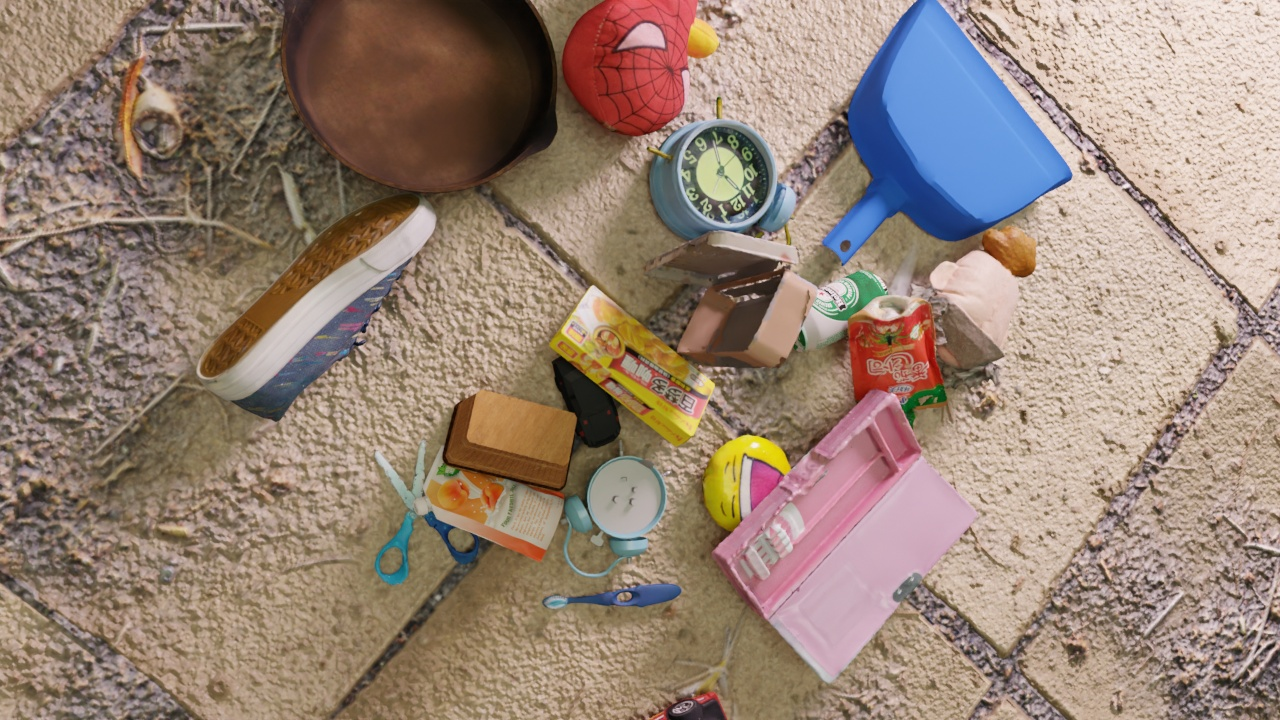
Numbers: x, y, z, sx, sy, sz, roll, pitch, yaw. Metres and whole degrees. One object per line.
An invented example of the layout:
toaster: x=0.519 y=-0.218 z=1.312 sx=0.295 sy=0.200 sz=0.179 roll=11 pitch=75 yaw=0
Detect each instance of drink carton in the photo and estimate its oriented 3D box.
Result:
drink carton: x=-0.134 y=0.126 z=0.813 sx=0.122 sy=0.039 sz=0.069 roll=24 pitch=56 yaw=-9

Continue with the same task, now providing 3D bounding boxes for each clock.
clock: x=-0.025 y=0.141 z=0.838 sx=0.087 sy=0.042 sz=0.123 roll=33 pitch=80 yaw=-11
clock: x=0.081 y=-0.156 z=0.864 sx=0.118 sy=0.060 sz=0.162 roll=-41 pitch=102 yaw=-13

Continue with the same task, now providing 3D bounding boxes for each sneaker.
sneaker: x=-0.259 y=-0.046 z=0.778 sx=0.235 sy=0.087 sz=0.079 roll=-46 pitch=134 yaw=-14

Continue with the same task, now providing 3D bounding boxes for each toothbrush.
toothbrush: x=-0.024 y=0.220 z=0.849 sx=0.132 sy=0.016 sz=0.021 roll=-2 pitch=91 yaw=-13

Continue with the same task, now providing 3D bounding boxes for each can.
can: x=0.190 y=-0.048 z=0.890 sx=0.101 sy=0.053 sz=0.053 roll=-25 pitch=95 yaw=-14

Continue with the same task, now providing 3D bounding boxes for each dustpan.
dustpan: x=0.276 y=-0.190 z=0.913 sx=0.245 sy=0.060 sz=0.257 roll=47 pitch=69 yaw=-9

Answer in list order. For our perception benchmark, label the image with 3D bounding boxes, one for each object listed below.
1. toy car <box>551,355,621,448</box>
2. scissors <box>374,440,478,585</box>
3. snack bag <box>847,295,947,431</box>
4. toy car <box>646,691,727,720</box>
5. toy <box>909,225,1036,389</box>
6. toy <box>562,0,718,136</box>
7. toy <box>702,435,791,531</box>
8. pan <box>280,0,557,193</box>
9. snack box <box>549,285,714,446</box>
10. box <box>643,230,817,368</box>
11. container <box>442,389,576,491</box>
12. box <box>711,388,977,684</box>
toy car: x=-0.047 y=0.035 z=0.838 sx=0.042 sy=0.036 sz=0.091 roll=-23 pitch=94 yaw=-14
scissors: x=-0.188 y=0.133 z=0.815 sx=0.110 sy=0.015 sz=0.132 roll=5 pitch=82 yaw=-12
snack bag: x=0.247 y=0.011 z=0.887 sx=0.087 sy=0.044 sz=0.155 roll=-11 pitch=124 yaw=12
toy car: x=0.002 y=0.375 z=0.832 sx=0.189 sy=0.056 sz=0.081 roll=-21 pitch=95 yaw=-20
toy: x=0.328 y=-0.058 z=0.913 sx=0.132 sy=0.076 sz=0.176 roll=41 pitch=85 yaw=-27
toy: x=0.008 y=-0.304 z=0.827 sx=0.147 sy=0.099 sz=0.216 roll=31 pitch=81 yaw=-42
toy: x=0.102 y=0.119 z=0.871 sx=0.094 sy=0.041 sz=0.095 roll=2 pitch=92 yaw=-19
pan: x=-0.161 y=-0.304 z=0.812 sx=0.248 sy=0.043 sz=0.355 roll=29 pitch=75 yaw=-10
snack box: x=-0.005 y=0.005 z=0.835 sx=0.152 sy=0.025 sz=0.075 roll=39 pitch=44 yaw=-10
box: x=0.070 y=-0.042 z=0.777 sx=0.094 sy=0.216 sz=0.107 roll=0 pitch=90 yaw=-13
container: x=-0.108 y=0.067 z=0.800 sx=0.114 sy=0.061 sz=0.063 roll=16 pitch=64 yaw=-13
box: x=0.194 y=0.162 z=0.875 sx=0.232 sy=0.059 sz=0.179 roll=-41 pitch=104 yaw=-15
